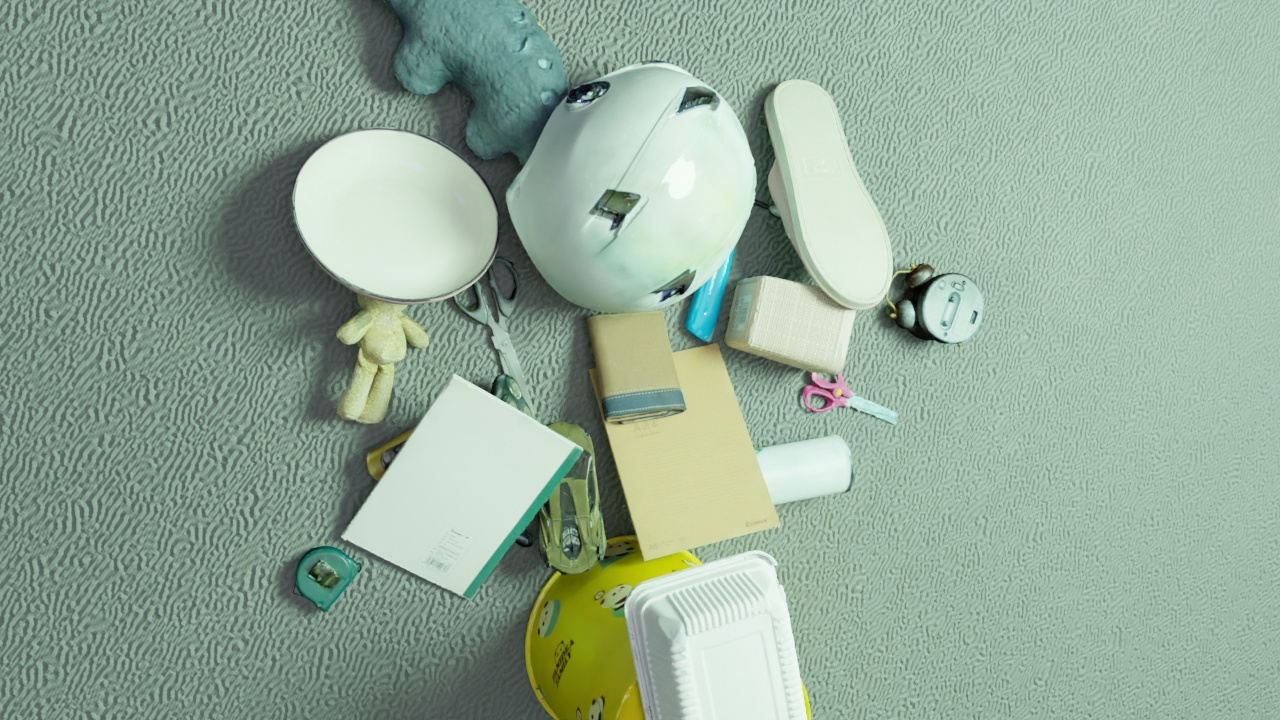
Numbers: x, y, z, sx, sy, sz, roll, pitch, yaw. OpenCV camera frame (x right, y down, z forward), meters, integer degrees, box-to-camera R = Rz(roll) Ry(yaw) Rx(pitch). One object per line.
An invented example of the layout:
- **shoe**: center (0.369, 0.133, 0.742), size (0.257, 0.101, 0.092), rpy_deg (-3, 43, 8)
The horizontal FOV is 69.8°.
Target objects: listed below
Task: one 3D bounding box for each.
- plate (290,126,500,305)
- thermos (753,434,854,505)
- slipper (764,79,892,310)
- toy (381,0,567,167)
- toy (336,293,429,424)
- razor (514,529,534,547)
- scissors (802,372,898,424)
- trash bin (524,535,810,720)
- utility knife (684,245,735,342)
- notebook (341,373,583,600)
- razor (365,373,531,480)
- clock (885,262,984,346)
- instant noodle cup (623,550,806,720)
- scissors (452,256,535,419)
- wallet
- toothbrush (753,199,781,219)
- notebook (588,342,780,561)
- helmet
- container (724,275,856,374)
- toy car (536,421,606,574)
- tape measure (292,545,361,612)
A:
- **plate**: center (-0.231, -0.132, 0.870), size (0.192, 0.039, 0.192), rpy_deg (11, 61, -20)
- **thermos**: center (0.118, 0.128, 1.005), size (0.224, 0.073, 0.073), rpy_deg (-8, 95, -16)
- **slipper**: center (0.196, -0.178, 0.996), size (0.114, 0.055, 0.274), rpy_deg (-10, 74, -20)
- **toy**: center (-0.152, -0.285, 0.896), size (0.138, 0.091, 0.356), rpy_deg (-36, 103, 16)
- **toy**: center (-0.258, -0.014, 0.890), size (0.105, 0.066, 0.157), rpy_deg (9, 95, -50)
- **razor**: center (-0.171, 0.157, 0.941), size (0.142, 0.022, 0.043), rpy_deg (29, 111, -19)
- **scissors**: center (0.247, 0.051, 1.067), size (0.135, 0.017, 0.064), rpy_deg (26, 85, -20)
- **trash bin**: center (0.024, 0.310, 0.886), size (0.229, 0.255, 0.229), rpy_deg (-1, 93, -17)
- **utility knife**: center (0.088, -0.121, 1.001), size (0.034, 0.018, 0.202), rpy_deg (15, 93, -14)
- **notebook**: center (-0.176, 0.130, 0.903), size (0.150, 0.012, 0.209), rpy_deg (32, 105, -19)
- **razor**: center (-0.191, 0.072, 0.912), size (0.167, 0.067, 0.062), rpy_deg (-25, 99, -8)
- **clock**: center (0.340, -0.065, 1.067), size (0.122, 0.055, 0.082), rpy_deg (22, 87, -16)
- **instant noodle cup**: center (0.070, 0.252, 0.732), size (0.138, 0.060, 0.173), rpy_deg (-13, 98, -16)
- **scissors**: center (-0.150, -0.018, 0.945), size (0.142, 0.014, 0.173), rpy_deg (18, 90, -18)
- **wallet**: center (-0.006, 0.006, 0.960), size (0.090, 0.033, 0.115), rpy_deg (-7, 73, -18)
- **toothbrush**: center (0.089, -0.189, 1.006), size (0.181, 0.018, 0.015), rpy_deg (18, 90, -16)
- **notebook**: center (0.044, 0.091, 0.962), size (0.149, 0.012, 0.211), rpy_deg (-11, 70, -16)
- **helmet**: center (0.016, -0.158, 0.880), size (0.258, 0.146, 0.229), rpy_deg (-45, 127, -8)
- **container**: center (0.160, -0.041, 0.999), size (0.111, 0.090, 0.090), rpy_deg (13, 89, -14)
- **toy car**: center (-0.076, 0.139, 0.943), size (0.070, 0.042, 0.158), rpy_deg (-8, 76, -6)
- **tape measure**: center (-0.310, 0.211, 0.899), size (0.054, 0.025, 0.058), rpy_deg (41, 80, -16)
